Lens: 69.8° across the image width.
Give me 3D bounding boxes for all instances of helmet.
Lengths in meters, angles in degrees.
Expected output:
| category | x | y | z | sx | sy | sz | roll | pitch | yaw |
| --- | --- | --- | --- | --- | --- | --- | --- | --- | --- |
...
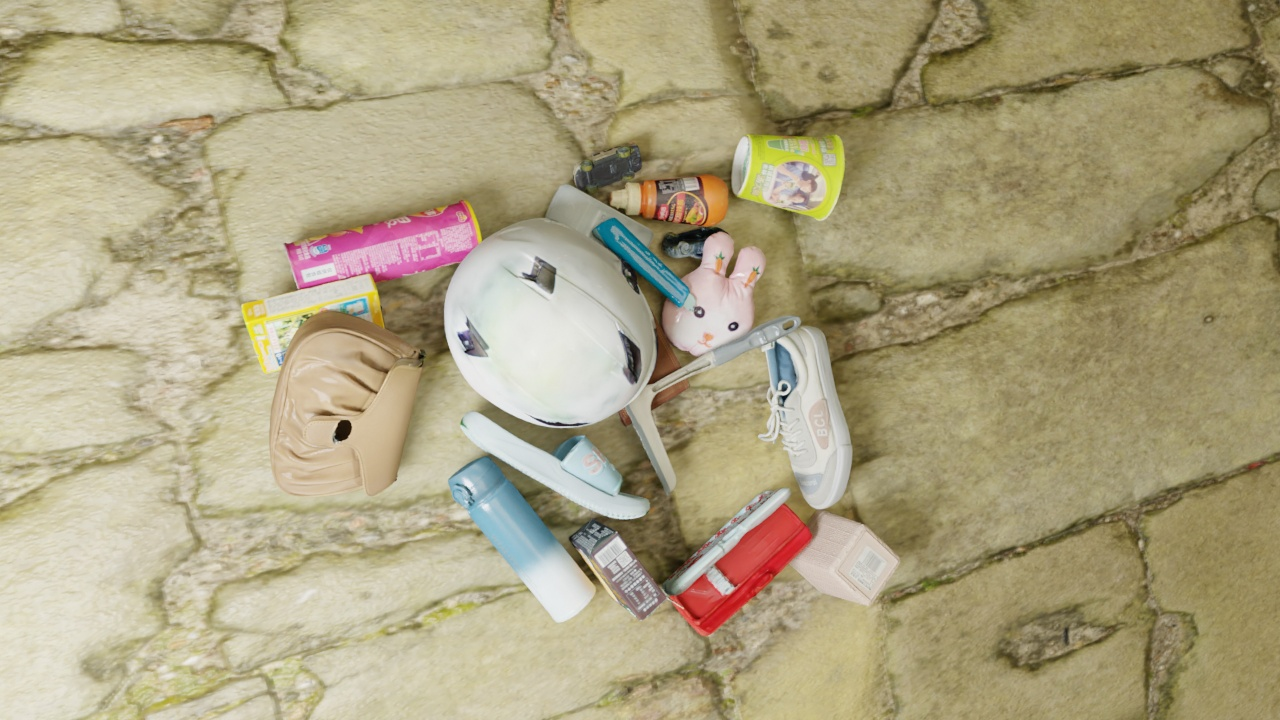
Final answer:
| category | x | y | z | sx | sy | sz | roll | pitch | yaw |
| --- | --- | --- | --- | --- | --- | --- | --- | --- | --- |
| helmet | -0.102 | -0.028 | 1.026 | 0.229 | 0.145 | 0.258 | -42 | 98 | 11 |

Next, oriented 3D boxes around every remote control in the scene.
| category | x | y | z | sx | sy | sz | roll | pitch | yaw |
| --- | --- | --- | --- | --- | --- | --- | --- | --- | --- |
| remote control | -0.051 | -0.168 | 1.150 | 0.136 | 0.020 | 0.056 | 26 | 94 | -16 |

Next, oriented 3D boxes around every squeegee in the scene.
| category | x | y | z | sx | sy | sz | roll | pitch | yaw |
| --- | --- | --- | --- | --- | --- | --- | --- | --- | --- |
| squeegee | 0.086 | 0.001 | 1.142 | 0.246 | 0.039 | 0.246 | -27 | 99 | -5 |

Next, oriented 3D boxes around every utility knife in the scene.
| category | x | y | z | sx | sy | sz | roll | pitch | yaw |
| --- | --- | --- | --- | --- | --- | --- | --- | --- | --- |
| utility knife | 0.009 | -0.117 | 1.132 | 0.159 | 0.018 | 0.034 | 42 | 90 | -1 |

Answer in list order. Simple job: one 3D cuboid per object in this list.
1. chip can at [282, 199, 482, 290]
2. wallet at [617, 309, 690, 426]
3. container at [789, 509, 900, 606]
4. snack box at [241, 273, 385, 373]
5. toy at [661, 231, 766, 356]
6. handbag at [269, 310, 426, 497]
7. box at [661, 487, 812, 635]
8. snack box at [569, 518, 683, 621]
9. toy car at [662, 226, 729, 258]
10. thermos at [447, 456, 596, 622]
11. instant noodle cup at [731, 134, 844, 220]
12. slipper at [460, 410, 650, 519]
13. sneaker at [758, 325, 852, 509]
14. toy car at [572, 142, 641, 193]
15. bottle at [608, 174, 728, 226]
| category | x | y | z | sx | sy | sz | roll | pitch | yaw |
| --- | --- | --- | --- | --- | --- | --- | --- | --- | --- |
| chip can | -0.291 | -0.126 | 1.046 | 0.210 | 0.071 | 0.071 | -17 | 94 | -17 |
| wallet | -0.007 | 0.007 | 1.160 | 0.101 | 0.032 | 0.124 | -30 | 97 | -14 |
| container | 0.267 | 0.259 | 1.200 | 0.090 | 0.111 | 0.089 | 43 | 77 | -13 |
| snack box | -0.357 | -0.040 | 1.015 | 0.140 | 0.087 | 0.033 | -18 | 55 | -19 |
| toy | 0.096 | -0.081 | 1.170 | 0.121 | 0.054 | 0.159 | 19 | 98 | -19 |
| handbag | -0.321 | 0.056 | 0.995 | 0.147 | 0.100 | 0.205 | 8 | 111 | -25 |
| box | 0.125 | 0.246 | 1.155 | 0.201 | 0.102 | 0.095 | -39 | 71 | -15 |
| snack box | -0.020 | 0.255 | 1.104 | 0.053 | 0.113 | 0.125 | -37 | 99 | -15 |
| toy car | 0.071 | -0.151 | 1.183 | 0.090 | 0.043 | 0.034 | -15 | 127 | -23 |
| thermos | -0.143 | 0.211 | 1.090 | 0.070 | 0.070 | 0.220 | -40 | 101 | -15 |
| instant noodle cup | 0.187 | -0.246 | 1.194 | 0.123 | 0.112 | 0.111 | 6 | 87 | -11 |
| slipper | -0.097 | 0.116 | 1.092 | 0.245 | 0.104 | 0.074 | 29 | 79 | -9 |
| sneaker | 0.207 | 0.076 | 1.193 | 0.090 | 0.090 | 0.242 | -7 | 87 | -34 |
| toy car | -0.043 | -0.242 | 1.147 | 0.090 | 0.035 | 0.042 | -24 | 134 | -13 |
| bottle | 0.034 | -0.204 | 1.164 | 0.149 | 0.067 | 0.066 | -1 | 89 | -11 |
